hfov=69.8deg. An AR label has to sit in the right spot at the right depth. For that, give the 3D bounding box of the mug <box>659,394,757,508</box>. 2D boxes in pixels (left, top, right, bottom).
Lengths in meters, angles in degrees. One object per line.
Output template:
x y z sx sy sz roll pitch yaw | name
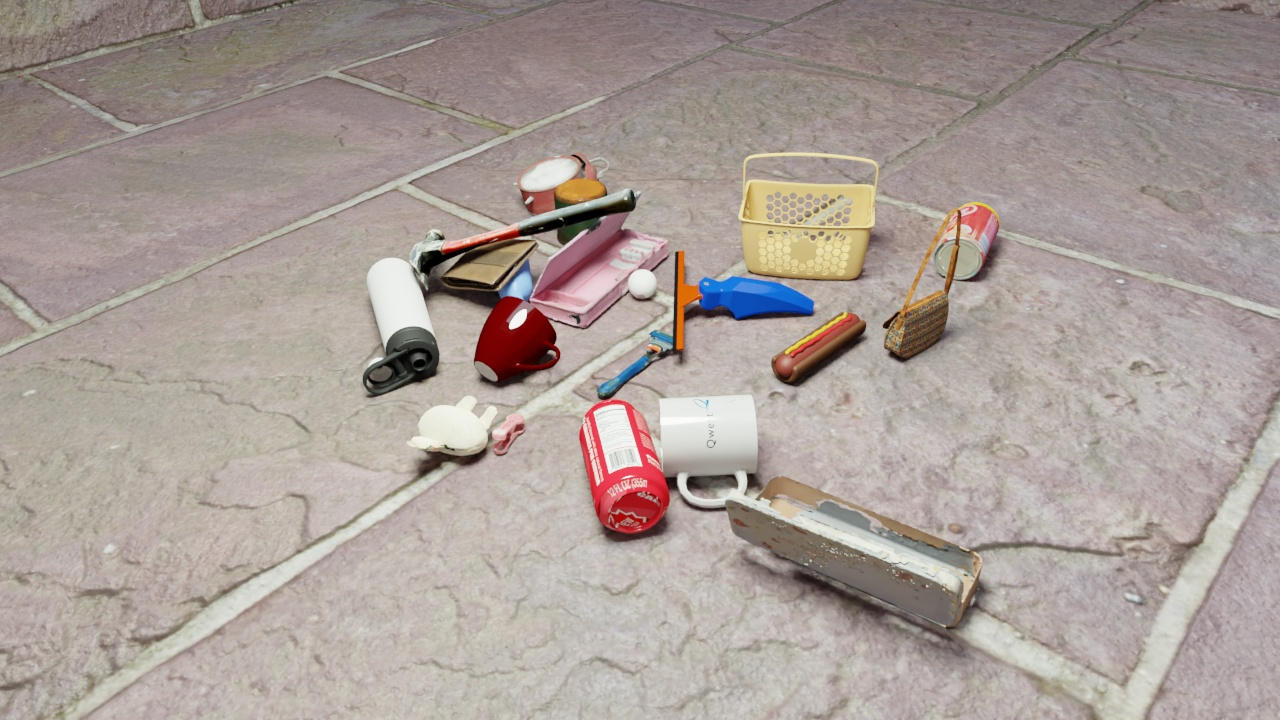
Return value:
0.070 0.096 0.957 0.096 0.083 0.119 -3 63 1 | mug

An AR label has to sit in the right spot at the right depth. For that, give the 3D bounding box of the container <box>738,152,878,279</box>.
0.234 -0.210 1.288 0.183 0.167 0.129 5 36 11 | container

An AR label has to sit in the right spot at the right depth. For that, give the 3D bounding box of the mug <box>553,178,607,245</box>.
-0.095 -0.236 1.424 0.084 0.081 0.111 -15 37 -16 | mug

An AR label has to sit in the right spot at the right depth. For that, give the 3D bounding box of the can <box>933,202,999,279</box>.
0.463 -0.170 1.299 0.067 0.067 0.124 15 39 24 | can

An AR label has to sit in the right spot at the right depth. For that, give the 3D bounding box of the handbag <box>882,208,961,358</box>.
0.340 -0.096 1.094 0.093 0.196 0.043 -24 46 -31 | handbag

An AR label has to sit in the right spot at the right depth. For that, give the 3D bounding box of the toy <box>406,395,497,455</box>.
-0.210 0.079 1.017 0.087 0.050 0.112 19 44 28 | toy

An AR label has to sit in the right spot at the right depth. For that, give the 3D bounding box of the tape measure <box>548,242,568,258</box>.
-0.099 -0.167 1.358 0.064 0.017 0.064 -38 14 -29 | tape measure

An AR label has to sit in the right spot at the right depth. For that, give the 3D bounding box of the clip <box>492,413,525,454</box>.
-0.150 0.077 1.029 0.023 0.044 0.060 13 52 16 | clip

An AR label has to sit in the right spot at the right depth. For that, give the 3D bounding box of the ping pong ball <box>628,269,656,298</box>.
0.003 -0.106 1.268 0.040 0.040 0.040 -2 35 1 | ping pong ball

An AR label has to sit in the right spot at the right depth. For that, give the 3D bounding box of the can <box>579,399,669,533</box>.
-0.019 0.107 0.941 0.074 0.074 0.142 -9 36 -8 | can

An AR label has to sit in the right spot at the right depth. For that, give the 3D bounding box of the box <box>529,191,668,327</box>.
-0.056 -0.151 1.281 0.099 0.107 0.231 19 41 27 | box

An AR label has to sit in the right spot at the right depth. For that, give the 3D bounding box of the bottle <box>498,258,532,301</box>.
-0.174 -0.105 1.275 0.048 0.048 0.131 -7 35 -6 | bottle

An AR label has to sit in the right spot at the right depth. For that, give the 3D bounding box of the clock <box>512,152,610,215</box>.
-0.124 -0.292 1.518 0.156 0.062 0.110 -25 39 -7 | clock

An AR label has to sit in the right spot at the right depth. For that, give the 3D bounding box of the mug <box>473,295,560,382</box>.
-0.152 -0.013 1.124 0.114 0.087 0.088 23 60 25 | mug

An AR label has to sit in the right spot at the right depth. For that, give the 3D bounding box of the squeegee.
0.138 -0.084 1.217 0.185 0.055 0.248 8 35 -3 | squeegee

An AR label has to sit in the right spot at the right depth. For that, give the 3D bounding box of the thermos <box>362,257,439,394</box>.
-0.326 -0.049 1.198 0.101 0.069 0.229 -24 40 -7 | thermos

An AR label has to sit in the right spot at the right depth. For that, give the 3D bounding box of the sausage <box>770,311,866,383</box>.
0.221 -0.019 1.131 0.155 0.040 0.040 -31 44 -33 | sausage

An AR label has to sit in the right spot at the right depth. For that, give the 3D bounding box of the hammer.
-0.164 -0.173 1.245 0.327 0.036 0.140 -13 31 14 | hammer

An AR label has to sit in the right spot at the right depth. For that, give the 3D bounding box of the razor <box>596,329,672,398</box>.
-0.007 0.007 1.131 0.044 0.018 0.140 24 47 32 | razor

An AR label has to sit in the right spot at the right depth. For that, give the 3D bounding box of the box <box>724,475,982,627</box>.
0.193 0.159 0.834 0.217 0.096 0.114 20 38 28 | box

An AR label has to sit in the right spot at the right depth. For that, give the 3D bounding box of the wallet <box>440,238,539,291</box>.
-0.210 -0.136 1.273 0.121 0.027 0.098 7 48 41 | wallet
